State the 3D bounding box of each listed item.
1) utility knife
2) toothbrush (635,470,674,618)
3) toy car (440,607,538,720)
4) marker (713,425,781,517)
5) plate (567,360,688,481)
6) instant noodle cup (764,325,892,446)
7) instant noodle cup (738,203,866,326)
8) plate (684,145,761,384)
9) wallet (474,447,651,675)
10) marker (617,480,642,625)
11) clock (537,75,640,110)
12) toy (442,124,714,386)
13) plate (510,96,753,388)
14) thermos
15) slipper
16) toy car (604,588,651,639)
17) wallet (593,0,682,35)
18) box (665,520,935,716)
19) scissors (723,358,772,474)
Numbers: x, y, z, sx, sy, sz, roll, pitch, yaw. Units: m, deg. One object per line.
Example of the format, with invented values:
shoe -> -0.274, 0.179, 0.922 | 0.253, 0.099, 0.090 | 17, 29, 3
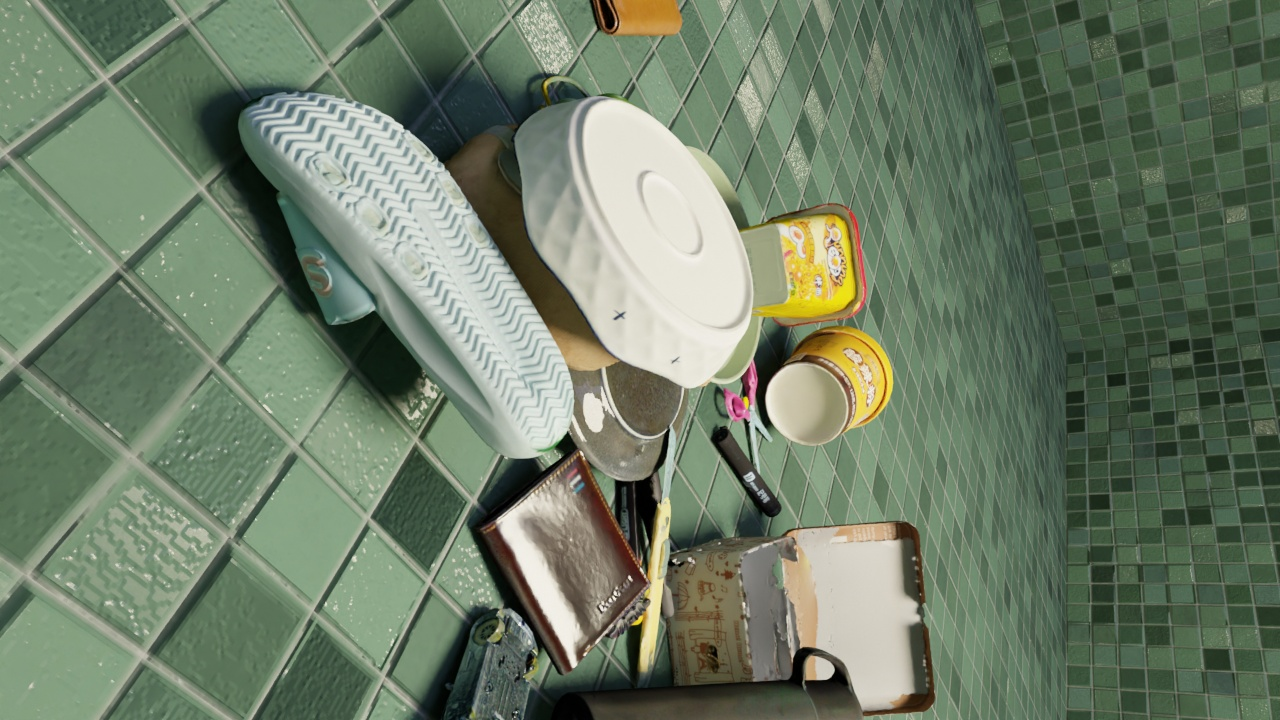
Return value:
utility knife -> 0.012, 0.155, 0.728 | 0.031, 0.021, 0.208 | 3, 89, -73
toothbrush -> 0.005, 0.108, 0.753 | 0.026, 0.027, 0.212 | -11, 94, -15
toy car -> -0.095, 0.209, 0.558 | 0.054, 0.037, 0.120 | 57, 29, -33
marker -> 0.108, 0.113, 0.923 | 0.132, 0.020, 0.022 | 54, 28, -36
plate -> -0.004, 0.004, 0.710 | 0.179, 0.024, 0.179 | 14, 73, -55
instant noodle cup -> 0.200, 0.031, 0.998 | 0.114, 0.119, 0.118 | -25, 105, -54
instant noodle cup -> 0.143, -0.091, 0.898 | 0.123, 0.116, 0.116 | -8, 90, -47
plate -> 0.058, -0.090, 0.881 | 0.230, 0.028, 0.230 | 19, 67, -55
wallet -> -0.049, 0.136, 0.629 | 0.096, 0.020, 0.122 | -37, 108, -35
marker -> -0.010, 0.145, 0.725 | 0.015, 0.018, 0.123 | 20, 65, -60
clock -> -0.022, -0.156, 0.718 | 0.161, 0.056, 0.115 | 58, 32, 0
toy -> -0.045, -0.054, 0.614 | 0.226, 0.083, 0.143 | 53, 52, -9
plate -> 0.006, -0.085, 0.598 | 0.205, 0.046, 0.204 | 36, 39, -36
thermos -> 0.056, 0.257, 0.666 | 0.242, 0.069, 0.090 | 7, 87, -33
slipper -> -0.129, -0.044, 0.519 | 0.245, 0.074, 0.103 | 54, 32, -11
toy car -> -0.032, 0.150, 0.671 | 0.049, 0.031, 0.106 | -36, 108, -36
wallet -> -0.010, -0.357, 0.835 | 0.130, 0.035, 0.119 | -34, 117, -56
box -> 0.141, 0.246, 0.833 | 0.271, 0.133, 0.179 | -2, 84, -30
scissors -> 0.115, 0.049, 0.954 | 0.133, 0.017, 0.131 | 45, 44, -50
